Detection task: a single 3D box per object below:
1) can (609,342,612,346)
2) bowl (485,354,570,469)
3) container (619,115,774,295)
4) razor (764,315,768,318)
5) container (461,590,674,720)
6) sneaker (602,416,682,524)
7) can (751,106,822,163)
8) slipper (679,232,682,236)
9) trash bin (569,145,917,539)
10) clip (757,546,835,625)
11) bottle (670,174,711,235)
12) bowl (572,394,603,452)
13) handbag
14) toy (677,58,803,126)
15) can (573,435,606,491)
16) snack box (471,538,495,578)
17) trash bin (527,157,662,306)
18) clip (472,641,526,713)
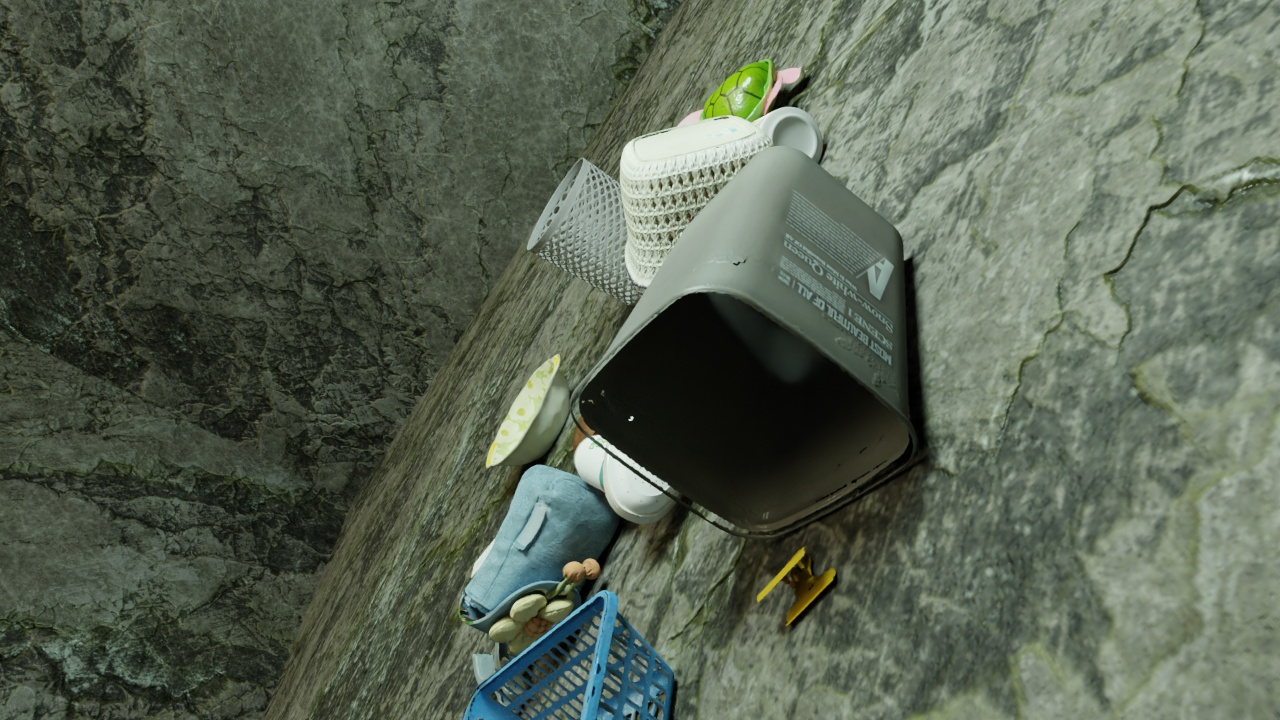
[{"bbox_3d":[-0.007,0.007,1.142,0.054,0.054,0.137,-58,17,5],"label":"can"},{"bbox_3d":[-0.163,0.094,1.440,0.220,0.060,0.188,-53,17,19],"label":"bowl"},{"bbox_3d":[0.065,-0.159,0.936,0.185,0.143,0.251,-12,22,1],"label":"container"},{"bbox_3d":[0.140,-0.061,0.893,0.106,0.026,0.042,-53,15,8],"label":"razor"},{"bbox_3d":[-0.082,0.379,0.660,0.258,0.089,0.361,-46,21,39],"label":"container"},{"bbox_3d":[0.034,0.035,0.873,0.104,0.090,0.236,103,-167,-64],"label":"sneaker"},{"bbox_3d":[0.147,-0.242,1.077,0.079,0.079,0.143,-62,17,-8],"label":"can"},{"bbox_3d":[0.046,-0.107,1.196,0.273,0.054,0.114,-51,23,28],"label":"slipper"},{"bbox_3d":[0.094,-0.024,0.695,0.198,0.197,0.219,-42,17,44],"label":"trash bin"},{"bbox_3d":[0.105,0.148,0.627,0.054,0.048,0.046,-54,42,23],"label":"clip"},{"bbox_3d":[0.098,-0.227,1.225,0.177,0.062,0.062,-41,25,47],"label":"bottle"},{"bbox_3d":[-0.063,0.077,1.179,0.101,0.026,0.114,-58,-1,-20],"label":"bowl"},{"bbox_3d":[-0.096,0.214,0.961,0.119,0.121,0.191,19,76,56],"label":"handbag"},{"bbox_3d":[0.133,-0.347,1.286,0.239,0.087,0.189,-20,43,56],"label":"toy"},{"bbox_3d":[-0.021,0.113,0.943,0.102,0.055,0.055,20,79,47],"label":"can"},{"bbox_3d":[-0.128,0.222,1.078,0.150,0.082,0.026,-51,18,28],"label":"snack box"},{"bbox_3d":[-0.050,-0.184,1.368,0.157,0.183,0.156,-52,18,24],"label":"trash bin"},{"bbox_3d":[-0.166,0.347,1.044,0.172,0.030,0.165,-106,29,-46],"label":"clip"}]
